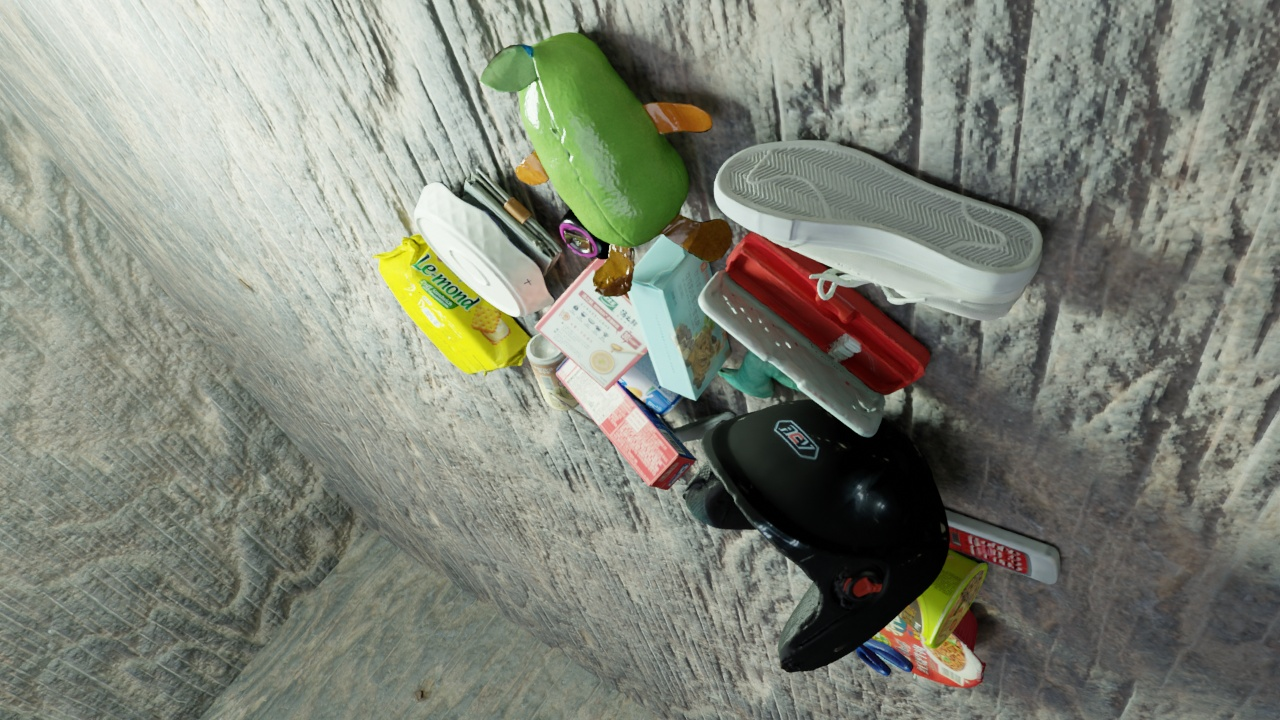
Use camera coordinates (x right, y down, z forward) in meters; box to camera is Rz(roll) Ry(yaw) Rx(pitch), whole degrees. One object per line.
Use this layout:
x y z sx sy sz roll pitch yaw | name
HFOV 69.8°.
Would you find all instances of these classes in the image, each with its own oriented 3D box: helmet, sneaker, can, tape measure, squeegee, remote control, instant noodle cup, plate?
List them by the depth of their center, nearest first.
0.172 -0.093 0.697 0.242 0.089 0.091 22 154 19 | sneaker
0.173 0.146 0.894 0.275 0.230 0.233 53 -179 -45 | helmet
-0.056 -0.135 0.964 0.058 0.039 0.057 28 152 21 | tape measure
0.369 0.194 0.965 0.136 0.020 0.056 17 146 37 | remote control
0.307 0.244 1.039 0.123 0.111 0.112 31 154 33 | instant noodle cup
-0.194 -0.126 1.104 0.205 0.045 0.205 39 167 10 | plate
-0.007 0.006 1.112 0.134 0.053 0.053 42 154 -6 | can
0.349 0.327 1.154 0.194 0.065 0.194 31 153 18 | instant noodle cup
0.032 0.099 1.198 0.247 0.040 0.250 36 150 -26 | squeegee
-0.115 0.015 1.260 0.058 0.058 0.116 25 151 27 | can

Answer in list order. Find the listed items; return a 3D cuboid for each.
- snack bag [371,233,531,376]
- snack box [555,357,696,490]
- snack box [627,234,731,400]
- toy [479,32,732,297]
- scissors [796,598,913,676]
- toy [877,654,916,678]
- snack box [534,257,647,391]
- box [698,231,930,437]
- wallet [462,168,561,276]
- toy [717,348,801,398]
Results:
-0.273 -0.073 1.313 0.246 0.068 0.158 50 152 -19 | snack bag
-0.020 0.067 1.137 0.207 0.058 0.057 48 -168 28 | snack box
0.042 -0.043 0.946 0.052 0.074 0.175 22 150 32 | snack box
-0.028 -0.177 0.807 0.228 0.089 0.247 -11 120 37 | toy
0.285 0.368 1.216 0.162 0.012 0.163 18 148 40 | scissors
0.332 0.382 1.281 0.156 0.049 0.162 50 157 -16 | toy
-0.036 -0.048 1.037 0.113 0.044 0.127 42 119 -6 | snack box
0.147 -0.018 0.824 0.201 0.098 0.095 38 154 0 | box
-0.145 -0.158 1.048 0.129 0.037 0.107 42 165 -5 | wallet
0.131 0.016 0.979 0.096 0.030 0.092 27 155 10 | toy
